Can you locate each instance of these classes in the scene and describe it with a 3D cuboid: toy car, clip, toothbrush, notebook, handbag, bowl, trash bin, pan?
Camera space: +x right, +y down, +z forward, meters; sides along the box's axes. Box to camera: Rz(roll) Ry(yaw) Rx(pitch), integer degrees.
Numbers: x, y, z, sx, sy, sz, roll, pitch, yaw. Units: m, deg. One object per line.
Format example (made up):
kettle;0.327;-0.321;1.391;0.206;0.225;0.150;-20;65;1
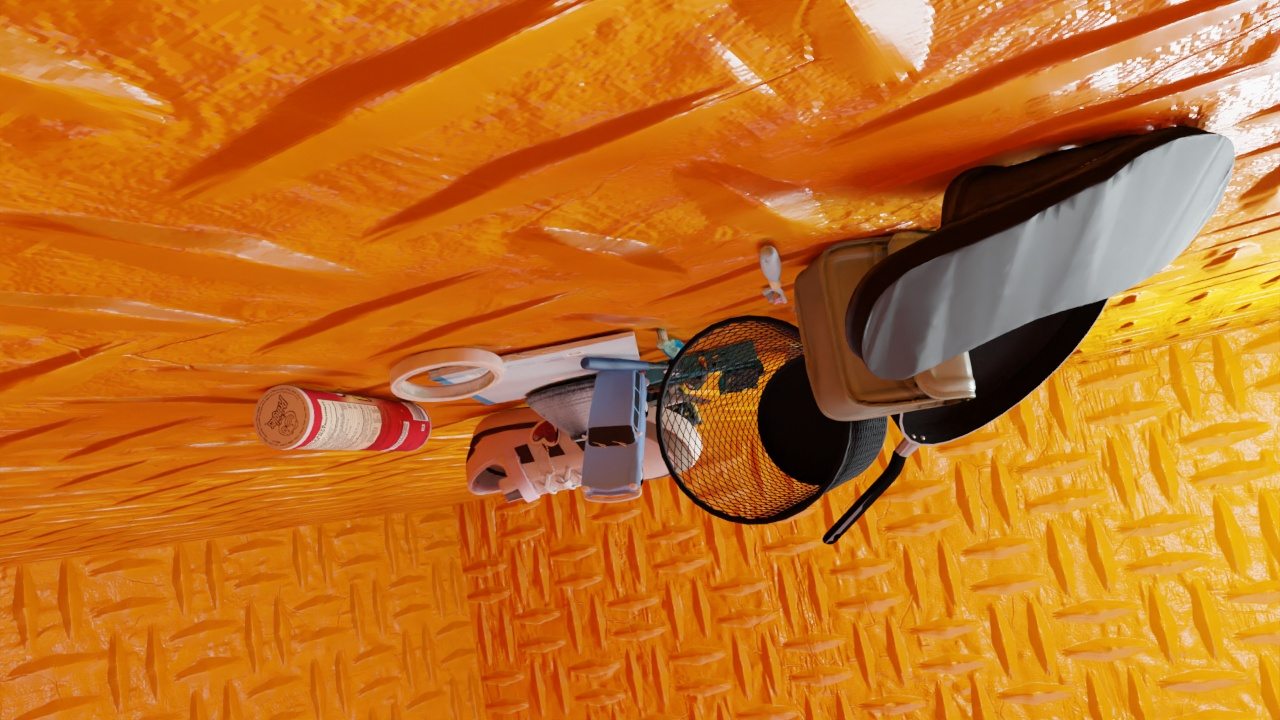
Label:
toy car;0.119;0.016;1.102;0.048;0.032;0.105;-10;165;-3
toy car;-0.024;0.067;0.885;0.056;0.153;0.055;-4;136;10
clip;0.064;0.007;1.011;0.130;0.030;0.120;-11;170;-12
clip;0.032;0.027;1.039;0.059;0.052;0.102;0;-176;-25
toothbrush;0.028;-0.014;0.870;0.022;0.017;0.135;-13;173;7
notebook;-0.089;0.013;0.903;0.181;0.009;0.253;-11;172;0
toothbrush;-0.005;0.005;0.879;0.014;0.014;0.167;-31;162;29
handbag;0.172;-0.025;0.644;0.106;0.121;0.067;-7;169;-7
toothbrush;0.094;-0.060;0.657;0.022;0.016;0.155;26;178;12
bowl;-0.055;0.057;1.011;0.137;0.057;0.137;-12;173;-2
trash bin;0.145;0.058;0.900;0.184;0.184;0.209;-16;170;28
pan;0.268;0.032;0.804;0.225;0.034;0.357;12;123;-46

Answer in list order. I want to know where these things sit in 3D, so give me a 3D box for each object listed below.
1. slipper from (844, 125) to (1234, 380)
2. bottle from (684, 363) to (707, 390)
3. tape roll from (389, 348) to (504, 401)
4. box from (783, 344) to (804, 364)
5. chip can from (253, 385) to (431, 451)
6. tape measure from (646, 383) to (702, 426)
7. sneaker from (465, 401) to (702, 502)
slipper;0.223;-0.080;0.541;0.265;0.083;0.109;-22;135;-12
bottle;0.065;0.023;1.100;0.025;0.025;0.106;-11;171;-2
tape roll;-0.160;0.013;0.758;0.093;0.013;0.093;-10;160;-4
box;0.269;0.031;1.059;0.184;0.044;0.143;22;-168;35
chip can;-0.261;0.057;0.834;0.052;0.051;0.214;-13;171;12
tape measure;0.032;0.059;1.134;0.071;0.072;0.042;-22;176;-4
sneaker;-0.077;0.120;1.084;0.294;0.112;0.116;-1;-141;16
